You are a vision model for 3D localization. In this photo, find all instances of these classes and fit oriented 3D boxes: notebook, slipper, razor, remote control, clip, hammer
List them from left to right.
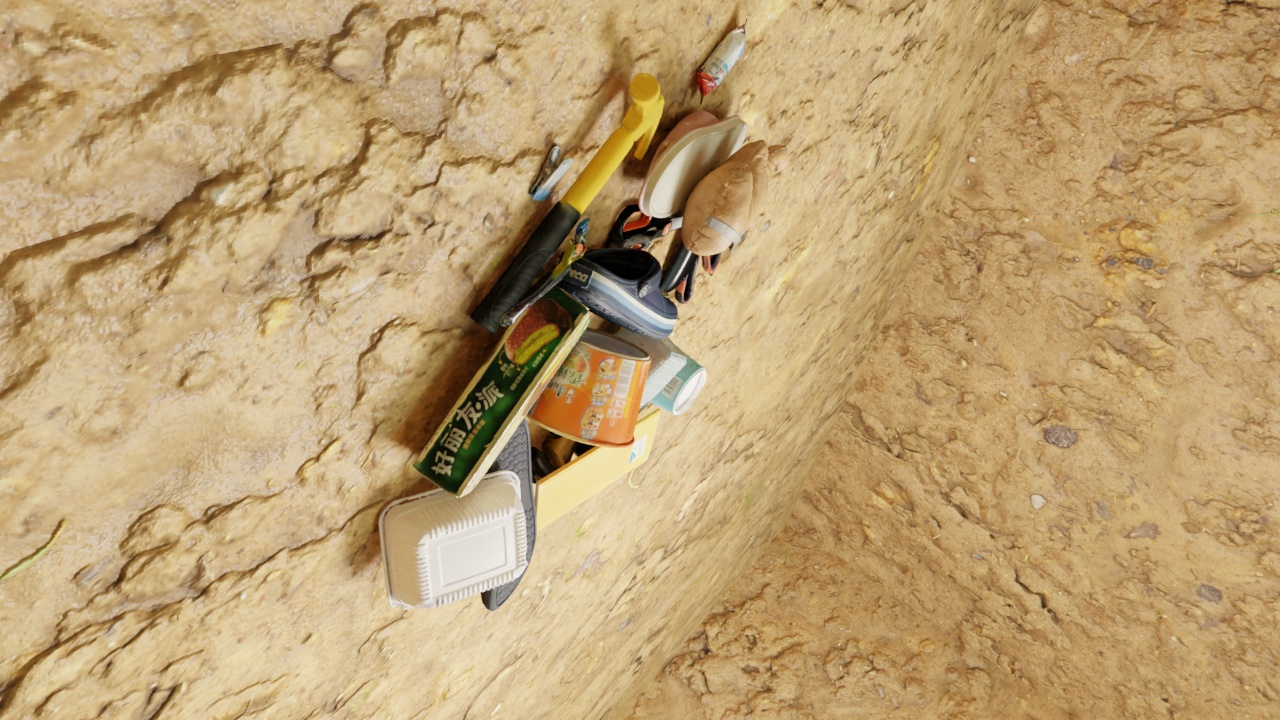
[{"bbox_3d":[-0.190,0.184,1.158,0.110,0.083,0.268,-36,133,-58],"label":"slipper"},{"bbox_3d":[-0.092,-0.185,0.914,0.057,0.028,0.024,-56,159,21],"label":"clip"},{"bbox_3d":[-0.093,-0.084,0.931,0.142,0.022,0.043,-51,173,-22],"label":"razor"},{"bbox_3d":[-0.102,0.097,1.263,0.067,0.062,0.167,48,67,-37],"label":"razor"},{"bbox_3d":[-0.073,-0.155,0.945,0.300,0.033,0.129,-53,175,-2],"label":"hammer"},{"bbox_3d":[-0.062,0.153,1.272,0.205,0.010,0.146,-30,155,-26],"label":"notebook"},{"bbox_3d":[-0.027,-0.092,1.079,0.095,0.105,0.252,-64,157,3],"label":"slipper"},{"bbox_3d":[0.064,-0.143,1.300,0.053,0.024,0.137,-33,156,-54],"label":"remote control"},{"bbox_3d":[0.058,-0.245,1.109,0.273,0.054,0.114,-42,158,-53],"label":"slipper"}]

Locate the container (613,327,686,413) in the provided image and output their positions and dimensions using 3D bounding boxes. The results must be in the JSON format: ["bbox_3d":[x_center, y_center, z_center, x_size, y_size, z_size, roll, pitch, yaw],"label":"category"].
[{"bbox_3d":[-0.007,0.007,1.238,0.111,0.090,0.090,-43,162,11],"label":"container"}]

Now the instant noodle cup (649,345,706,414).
[{"bbox_3d":[0.027,0.016,1.327,0.111,0.120,0.111,-47,157,-27],"label":"instant noodle cup"}]

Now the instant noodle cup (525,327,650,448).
[{"bbox_3d":[-0.060,0.027,1.122,0.151,0.151,0.111,-6,117,-65],"label":"instant noodle cup"}]

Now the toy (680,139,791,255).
[{"bbox_3d":[0.118,-0.203,1.126,0.144,0.082,0.225,-53,178,37],"label":"toy"}]

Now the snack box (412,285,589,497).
[{"bbox_3d":[-0.144,0.032,0.992,0.240,0.063,0.114,-56,180,-4],"label":"snack box"}]

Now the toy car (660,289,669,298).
[{"bbox_3d":[0.001,-0.075,1.262,0.105,0.031,0.049,-8,132,-55],"label":"toy car"}]

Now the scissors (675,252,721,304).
[{"bbox_3d":[0.096,-0.175,1.361,0.197,0.015,0.213,-60,159,8],"label":"scissors"}]

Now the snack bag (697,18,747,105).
[{"bbox_3d":[0.096,-0.353,1.082,0.104,0.026,0.048,-53,171,-11],"label":"snack bag"}]

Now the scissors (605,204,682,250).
[{"bbox_3d":[0.030,-0.183,1.185,0.234,0.022,0.125,-40,154,-39],"label":"scissors"}]

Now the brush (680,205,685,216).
[{"bbox_3d":[0.108,-0.209,1.235,0.145,0.063,0.073,-51,130,-29],"label":"brush"}]

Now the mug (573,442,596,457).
[{"bbox_3d":[-0.048,0.110,1.359,0.106,0.082,0.111,56,51,-67],"label":"mug"}]

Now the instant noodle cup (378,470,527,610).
[{"bbox_3d":[-0.202,0.211,1.045,0.173,0.060,0.138,-14,113,-34],"label":"instant noodle cup"}]
